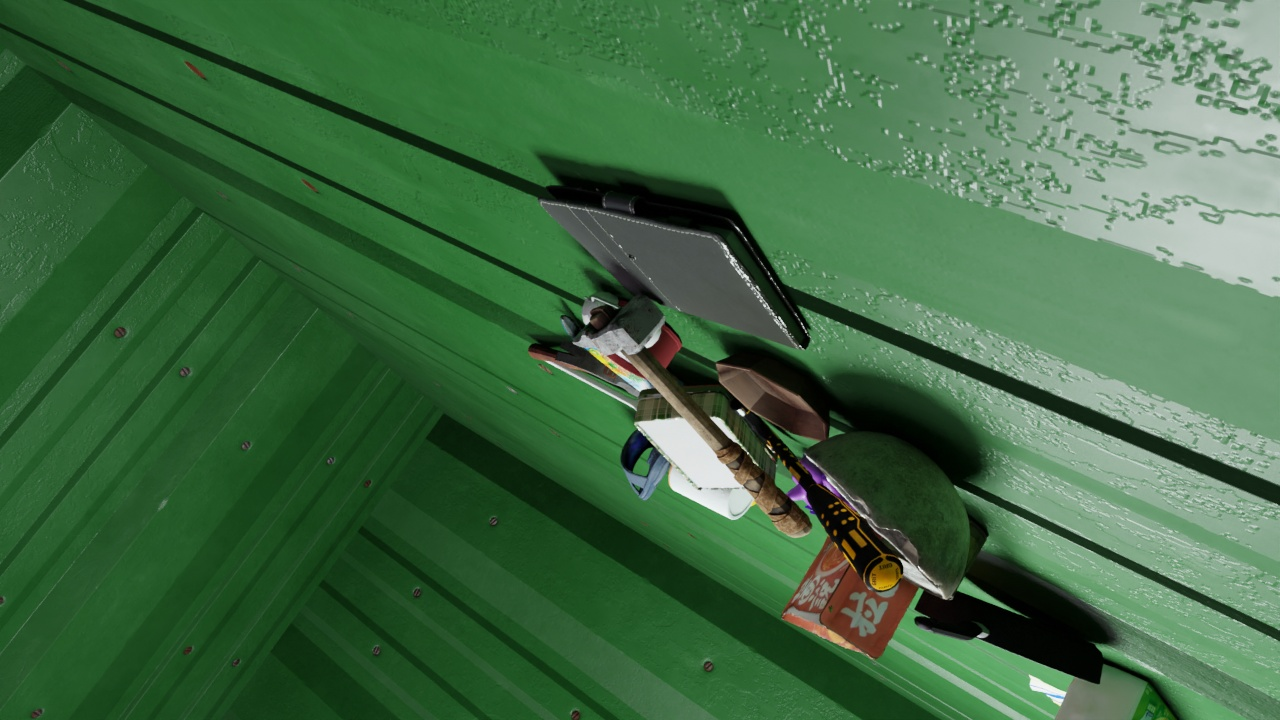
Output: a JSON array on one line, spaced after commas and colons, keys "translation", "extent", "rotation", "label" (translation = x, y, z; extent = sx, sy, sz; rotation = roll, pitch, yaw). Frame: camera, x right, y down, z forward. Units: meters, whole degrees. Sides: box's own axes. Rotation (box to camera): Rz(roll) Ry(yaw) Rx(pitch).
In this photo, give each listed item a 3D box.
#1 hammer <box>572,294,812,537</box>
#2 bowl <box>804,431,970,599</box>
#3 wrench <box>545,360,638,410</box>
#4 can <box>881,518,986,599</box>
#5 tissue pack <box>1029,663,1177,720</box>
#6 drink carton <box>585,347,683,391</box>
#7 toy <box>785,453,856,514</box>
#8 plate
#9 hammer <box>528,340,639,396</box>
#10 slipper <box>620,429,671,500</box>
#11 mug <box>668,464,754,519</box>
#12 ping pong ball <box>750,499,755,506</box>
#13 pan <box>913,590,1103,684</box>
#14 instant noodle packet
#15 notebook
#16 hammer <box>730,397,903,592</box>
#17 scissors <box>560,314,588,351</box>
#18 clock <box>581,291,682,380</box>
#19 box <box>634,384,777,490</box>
[{"translation": [0.062, 0.064, 0.912], "extent": [0.319, 0.048, 0.122], "rotation": [47, 156, -15], "label": "hammer"}, {"translation": [0.238, 0.123, 0.829], "extent": [0.178, 0.081, 0.178], "rotation": [47, -179, -1], "label": "bowl"}, {"translation": [-0.058, 0.039, 1.376], "extent": [0.273, 0.018, 0.066], "rotation": [26, 173, 38], "label": "wrench"}, {"translation": [0.300, 0.191, 0.952], "extent": [0.090, 0.074, 0.090], "rotation": [34, 168, 8], "label": "can"}, {"translation": [0.565, 0.445, 1.140], "extent": [0.142, 0.120, 0.198], "rotation": [15, 151, 51], "label": "tissue pack"}, {"translation": [-0.007, 0.006, 1.106], "extent": [0.129, 0.038, 0.044], "rotation": [38, 166, -16], "label": "drink carton"}, {"translation": [0.215, 0.159, 1.075], "extent": [0.088, 0.055, 0.106], "rotation": [31, 163, 13], "label": "toy"}, {"translation": [0.134, 0.032, 0.893], "extent": [0.131, 0.025, 0.131], "rotation": [32, 166, 8], "label": "plate"}, {"translation": [-0.099, 0.000, 1.287], "extent": [0.111, 0.028, 0.301], "rotation": [27, 174, -24], "label": "hammer"}, {"translation": [0.010, 0.150, 1.439], "extent": [0.082, 0.101, 0.264], "rotation": [32, 163, 5], "label": "slipper"}, {"translation": [0.105, 0.170, 1.315], "extent": [0.105, 0.082, 0.082], "rotation": [24, 163, 34], "label": "mug"}, {"translation": [0.159, 0.200, 1.380], "extent": [0.040, 0.040, 0.040], "rotation": [32, 166, 8], "label": "ping pong ball"}, {"translation": [0.374, 0.285, 0.990], "extent": [0.204, 0.044, 0.355], "rotation": [16, 172, 41], "label": "pan"}, {"translation": [0.247, 0.254, 1.104], "extent": [0.084, 0.164, 0.221], "rotation": [33, 167, -3], "label": "instant noodle packet"}, {"translation": [0.025, -0.081, 0.760], "extent": [0.209, 0.029, 0.169], "rotation": [18, 161, 42], "label": "notebook"}, {"translation": [0.175, 0.132, 0.909], "extent": [0.123, 0.036, 0.320], "rotation": [46, -176, -22], "label": "hammer"}, {"translation": [-0.072, -0.029, 1.180], "extent": [0.144, 0.019, 0.126], "rotation": [36, 167, -33], "label": "scissors"}, {"translation": [-0.011, -0.027, 0.982], "extent": [0.096, 0.048, 0.137], "rotation": [25, 165, 34], "label": "clock"}, {"translation": [0.084, 0.097, 1.114], "extent": [0.118, 0.050, 0.205], "rotation": [-7, 147, 27], "label": "box"}]
